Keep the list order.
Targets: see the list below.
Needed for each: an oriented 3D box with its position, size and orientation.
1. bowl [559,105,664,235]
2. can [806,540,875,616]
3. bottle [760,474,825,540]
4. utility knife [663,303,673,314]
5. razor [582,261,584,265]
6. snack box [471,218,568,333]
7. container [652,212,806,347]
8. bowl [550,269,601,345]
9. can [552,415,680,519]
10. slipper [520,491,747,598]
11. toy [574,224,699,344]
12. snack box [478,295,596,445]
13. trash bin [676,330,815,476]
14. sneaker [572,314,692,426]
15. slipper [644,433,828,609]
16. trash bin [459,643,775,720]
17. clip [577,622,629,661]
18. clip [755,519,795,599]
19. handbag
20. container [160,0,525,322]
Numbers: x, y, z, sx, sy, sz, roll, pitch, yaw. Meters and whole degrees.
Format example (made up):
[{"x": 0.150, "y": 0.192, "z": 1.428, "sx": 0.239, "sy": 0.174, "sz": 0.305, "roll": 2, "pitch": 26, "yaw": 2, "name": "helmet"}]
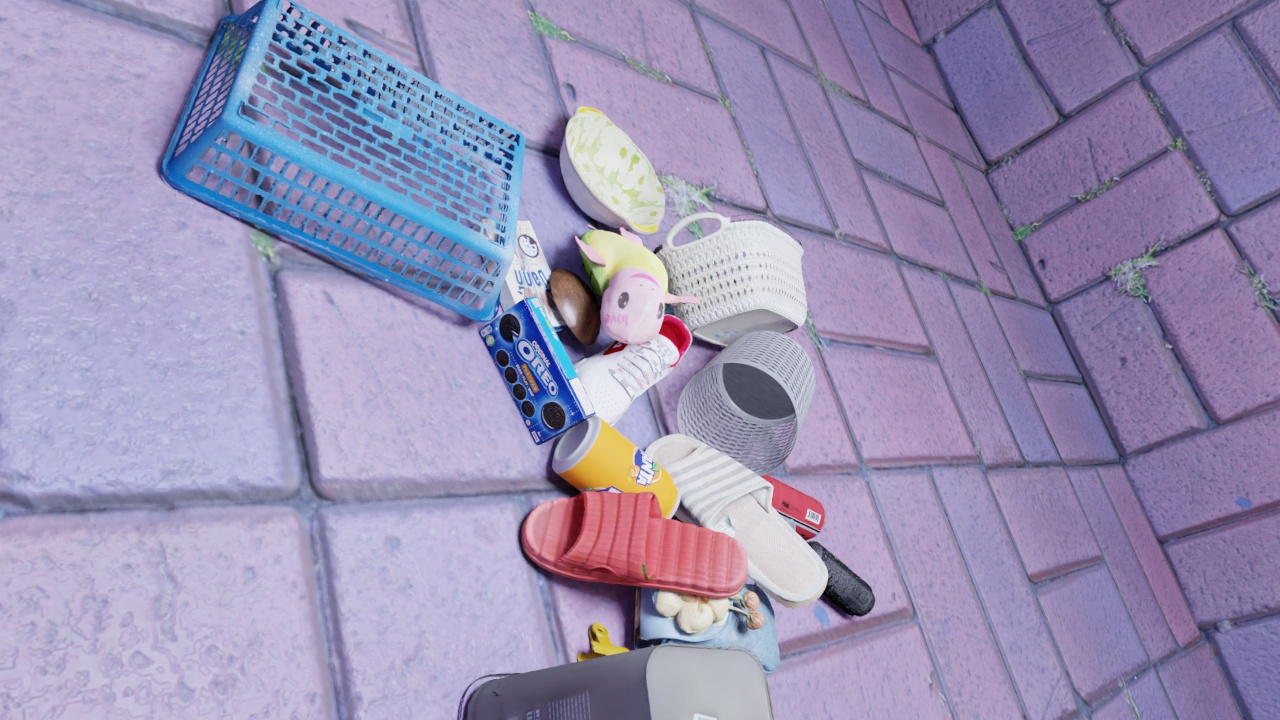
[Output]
[{"x": -0.051, "y": -0.257, "z": 1.308, "sx": 0.188, "sy": 0.060, "sz": 0.219, "roll": -4, "pitch": 65, "yaw": -51, "name": "bowl"}, {"x": 0.272, "y": 0.307, "z": 1.289, "sx": 0.137, "sy": 0.054, "sz": 0.053, "roll": 41, "pitch": 40, "yaw": -23, "name": "can"}, {"x": 0.177, "y": 0.192, "z": 1.254, "sx": 0.176, "sy": 0.062, "sz": 0.062, "roll": 29, "pitch": 46, "yaw": -34, "name": "bottle"}, {"x": 0.022, "y": -0.074, "z": 1.301, "sx": 0.147, "sy": 0.015, "sz": 0.022, "roll": -10, "pitch": 72, "yaw": -55, "name": "utility knife"}, {"x": -0.042, "y": -0.093, "z": 1.240, "sx": 0.042, "sy": 0.026, "sz": 0.106, "roll": -12, "pitch": 79, "yaw": -54, "name": "razor"}, {"x": -0.144, "y": -0.102, "z": 1.120, "sx": 0.081, "sy": 0.026, "sz": 0.150, "roll": -7, "pitch": 71, "yaw": -51, "name": "snack box"}, {"x": 0.136, "y": -0.109, "z": 1.310, "sx": 0.251, "sy": 0.185, "sz": 0.143, "roll": 16, "pitch": 60, "yaw": -60, "name": "container"}, {"x": -0.073, "y": -0.073, "z": 1.151, "sx": 0.102, "sy": 0.026, "sz": 0.114, "roll": 57, "pitch": 18, "yaw": -22, "name": "bowl"}, {"x": -0.027, "y": 0.131, "z": 1.046, "sx": 0.142, "sy": 0.079, "sz": 0.078, "roll": 41, "pitch": 40, "yaw": -23, "name": "can"}, {"x": 0.000, "y": 0.187, "z": 0.970, "sx": 0.248, "sy": 0.059, "sz": 0.103, "roll": 11, "pitch": 46, "yaw": -6, "name": "slipper"}, {"x": -0.017, "y": -0.105, "z": 1.158, "sx": 0.190, "sy": 0.088, "sz": 0.238, "roll": 27, "pitch": 27, "yaw": -31, "name": "toy"}, {"x": -0.116, "y": 0.012, "z": 1.026, "sx": 0.027, "sy": 0.082, "sz": 0.150, "roll": -22, "pitch": 82, "yaw": -55, "name": "snack box"}, {"x": 0.151, "y": 0.050, "z": 1.236, "sx": 0.156, "sy": 0.157, "sz": 0.182, "roll": 56, "pitch": 27, "yaw": -4, "name": "trash bin"}, {"x": -0.007, "y": 0.007, "z": 1.136, "sx": 0.090, "sy": 0.105, "sz": 0.235, "roll": 56, "pitch": 37, "yaw": -3, "name": "sneaker"}, {"x": 0.113, "y": 0.182, "z": 1.097, "sx": 0.114, "sy": 0.054, "sz": 0.272, "roll": -28, "pitch": 59, "yaw": -37, "name": "slipper"}, {"x": -0.011, "y": 0.348, "z": 0.789, "sx": 0.197, "sy": 0.221, "sz": 0.197, "roll": 19, "pitch": 52, "yaw": -41, "name": "trash bin"}, {"x": -0.039, "y": 0.299, "z": 0.958, "sx": 0.054, "sy": 0.048, "sz": 0.046, "roll": 24, "pitch": 73, "yaw": -35, "name": "clip"}, {"x": 0.179, "y": 0.233, "z": 1.179, "sx": 0.031, "sy": 0.164, "sz": 0.172, "roll": 21, "pitch": 22, "yaw": 24, "name": "clip"}, {"x": 0.082, "y": 0.286, "z": 1.029, "sx": 0.192, "sy": 0.119, "sz": 0.121, "roll": 27, "pitch": 44, "yaw": -25, "name": "handbag"}, {"x": -0.279, "y": -0.223, "z": 0.975, "sx": 0.362, "sy": 0.089, "sz": 0.256, "roll": 25, "pitch": 48, "yaw": -31, "name": "container"}]
